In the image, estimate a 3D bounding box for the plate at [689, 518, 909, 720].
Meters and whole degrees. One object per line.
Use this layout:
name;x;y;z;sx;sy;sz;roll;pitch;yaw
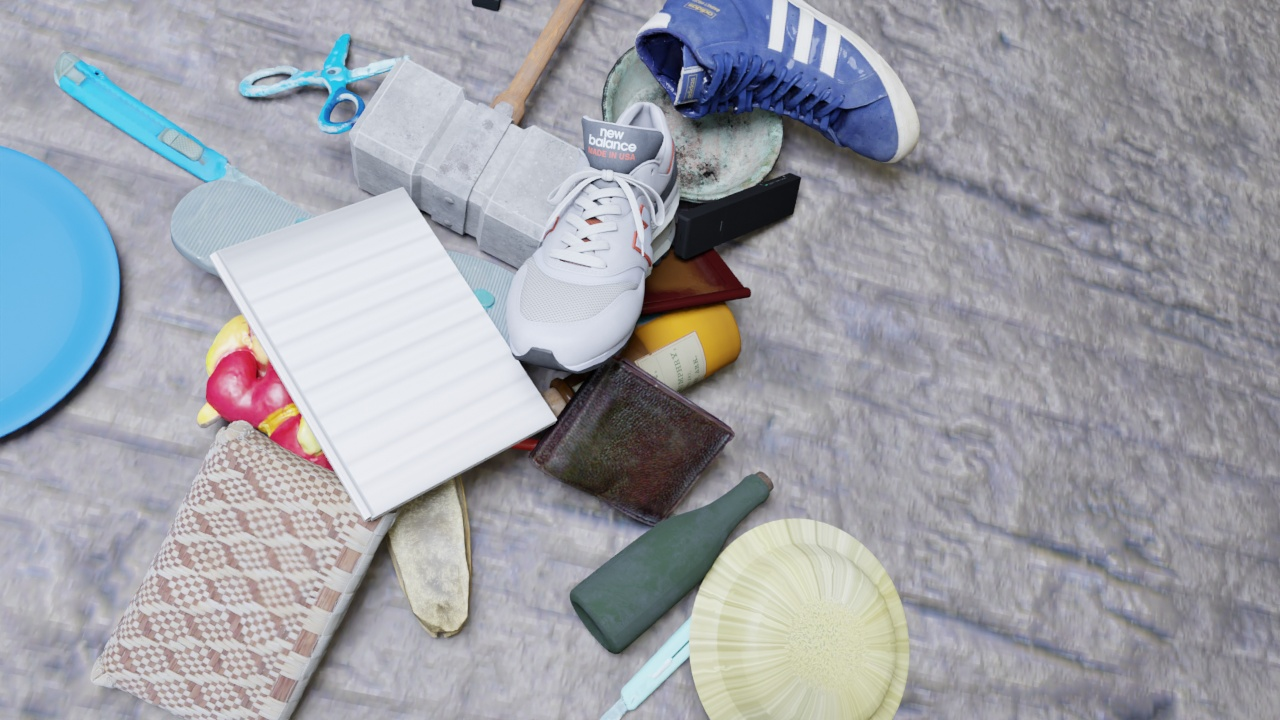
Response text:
plate;0.129;0.209;0.675;0.184;0.036;0.184;5;75;-18

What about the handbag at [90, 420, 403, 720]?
handbag;-0.250;0.144;0.588;0.124;0.047;0.186;28;90;-4

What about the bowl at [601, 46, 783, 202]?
bowl;0.041;-0.199;0.781;0.157;0.039;0.157;4;73;-13

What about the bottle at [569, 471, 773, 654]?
bottle;0.031;0.138;0.672;0.173;0.055;0.055;-35;85;-21

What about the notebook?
notebook;-0.171;-0.013;0.617;0.142;0.009;0.209;-28;76;-30

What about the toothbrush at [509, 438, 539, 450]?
toothbrush;-0.058;0.071;0.692;0.212;0.012;0.017;7;72;-12

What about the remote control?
remote control;0.081;-0.119;0.743;0.013;0.034;0.149;32;40;32

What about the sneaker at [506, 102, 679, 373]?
sneaker;-0.027;-0.101;0.627;0.089;0.124;0.239;13;35;11

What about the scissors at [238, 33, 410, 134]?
scissors;-0.241;-0.211;0.703;0.134;0.011;0.139;-14;49;-7

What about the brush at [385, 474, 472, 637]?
brush;-0.153;0.095;0.639;0.059;0.043;0.195;-11;84;-13

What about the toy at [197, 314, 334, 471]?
toy;-0.251;0.025;0.635;0.105;0.067;0.137;-21;74;-22

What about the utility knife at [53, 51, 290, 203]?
utility knife;-0.347;-0.164;0.691;0.221;0.015;0.031;33;74;-4

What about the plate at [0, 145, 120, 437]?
plate;-0.473;-0.044;0.619;0.224;0.024;0.224;4;73;-13

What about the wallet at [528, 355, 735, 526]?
wallet;-0.006;0.059;0.661;0.120;0.031;0.099;31;106;-24

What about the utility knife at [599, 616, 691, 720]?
utility knife;0.004;0.232;0.662;0.166;0.015;0.022;-41;93;-18

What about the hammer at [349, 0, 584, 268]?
hammer;-0.082;-0.245;0.741;0.162;0.083;0.317;27;70;-5

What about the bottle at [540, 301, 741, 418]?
bottle;-0.004;0.004;0.695;0.156;0.068;0.068;-28;82;-19

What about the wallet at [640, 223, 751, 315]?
wallet;0.020;-0.072;0.712;0.091;0.018;0.115;-10;35;-17

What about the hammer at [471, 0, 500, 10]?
hammer;-0.272;-0.374;0.770;0.324;0.015;0.095;9;72;-10

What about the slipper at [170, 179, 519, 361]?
slipper;-0.200;-0.047;0.661;0.268;0.055;0.098;19;55;-11

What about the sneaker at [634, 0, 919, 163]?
sneaker;0.102;-0.217;0.729;0.233;0.092;0.118;45;65;3
